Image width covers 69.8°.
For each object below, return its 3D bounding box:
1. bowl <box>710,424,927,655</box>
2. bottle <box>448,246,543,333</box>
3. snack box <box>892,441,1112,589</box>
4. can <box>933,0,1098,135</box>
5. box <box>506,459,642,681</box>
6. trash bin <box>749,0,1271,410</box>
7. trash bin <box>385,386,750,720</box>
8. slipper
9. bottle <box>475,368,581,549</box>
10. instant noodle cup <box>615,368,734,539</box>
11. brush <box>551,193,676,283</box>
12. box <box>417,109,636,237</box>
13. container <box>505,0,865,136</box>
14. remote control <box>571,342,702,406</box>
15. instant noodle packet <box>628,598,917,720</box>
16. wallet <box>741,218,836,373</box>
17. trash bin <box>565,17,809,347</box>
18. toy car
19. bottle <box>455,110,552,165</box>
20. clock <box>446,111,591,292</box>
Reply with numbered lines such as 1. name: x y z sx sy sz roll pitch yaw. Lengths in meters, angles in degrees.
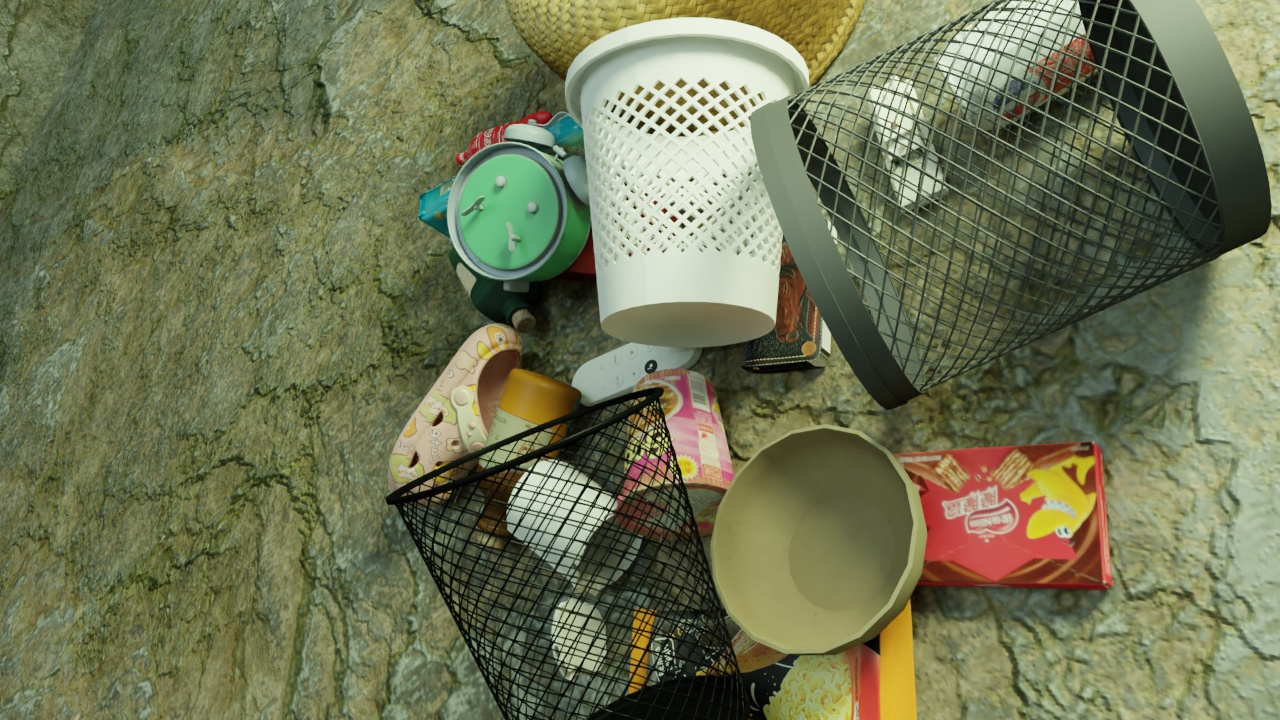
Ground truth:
1. bowl: 0.123 0.123 0.614 0.153 0.050 0.152 -22 53 33
2. bottle: -0.139 -0.076 0.922 0.061 0.061 0.131 -43 51 10
3. snack box: 0.227 0.101 0.592 0.133 0.021 0.089 -9 65 35
4. can: 0.289 -0.228 0.657 0.136 0.078 0.078 -30 54 23
5. box: -0.059 0.167 0.743 0.140 0.083 0.141 26 81 40
6. trash bin: 0.221 -0.112 0.573 0.228 0.217 0.217 -24 57 22
7. trash bin: -0.034 0.148 0.583 0.184 0.183 0.210 -20 93 29
8. slipper: -0.160 0.061 0.862 0.081 0.093 0.197 32 95 24
9. bottle: -0.108 0.090 0.816 0.068 0.067 0.157 21 93 41
10. instant noodle cup: 0.028 0.070 0.716 0.098 0.097 0.108 -23 49 27
11. brush: -0.038 -0.113 0.875 0.174 0.042 0.082 9 76 39
12. box: -0.114 -0.180 0.928 0.227 0.094 0.041 -20 60 29
13. container: 0.029 -0.364 0.841 0.308 0.196 0.306 -15 63 32
14. remote control: -0.005 0.005 0.816 0.137 0.013 0.043 -23 58 27
15. instant noodle packet: 0.081 0.248 0.629 0.221 0.032 0.159 -13 61 32
16. wallet: 0.121 -0.051 0.742 0.072 0.019 0.123 -6 67 36
17. trash bin: 0.036 -0.123 0.720 0.196 0.195 0.199 -9 74 34
18. toy car: 0.206 -0.173 0.720 0.039 0.039 0.113 -23 58 27
19. bottle: -0.151 -0.240 1.018 0.142 0.042 0.041 -8 65 34
20. clock: -0.101 -0.149 0.831 0.122 0.075 0.162 40 106 16
